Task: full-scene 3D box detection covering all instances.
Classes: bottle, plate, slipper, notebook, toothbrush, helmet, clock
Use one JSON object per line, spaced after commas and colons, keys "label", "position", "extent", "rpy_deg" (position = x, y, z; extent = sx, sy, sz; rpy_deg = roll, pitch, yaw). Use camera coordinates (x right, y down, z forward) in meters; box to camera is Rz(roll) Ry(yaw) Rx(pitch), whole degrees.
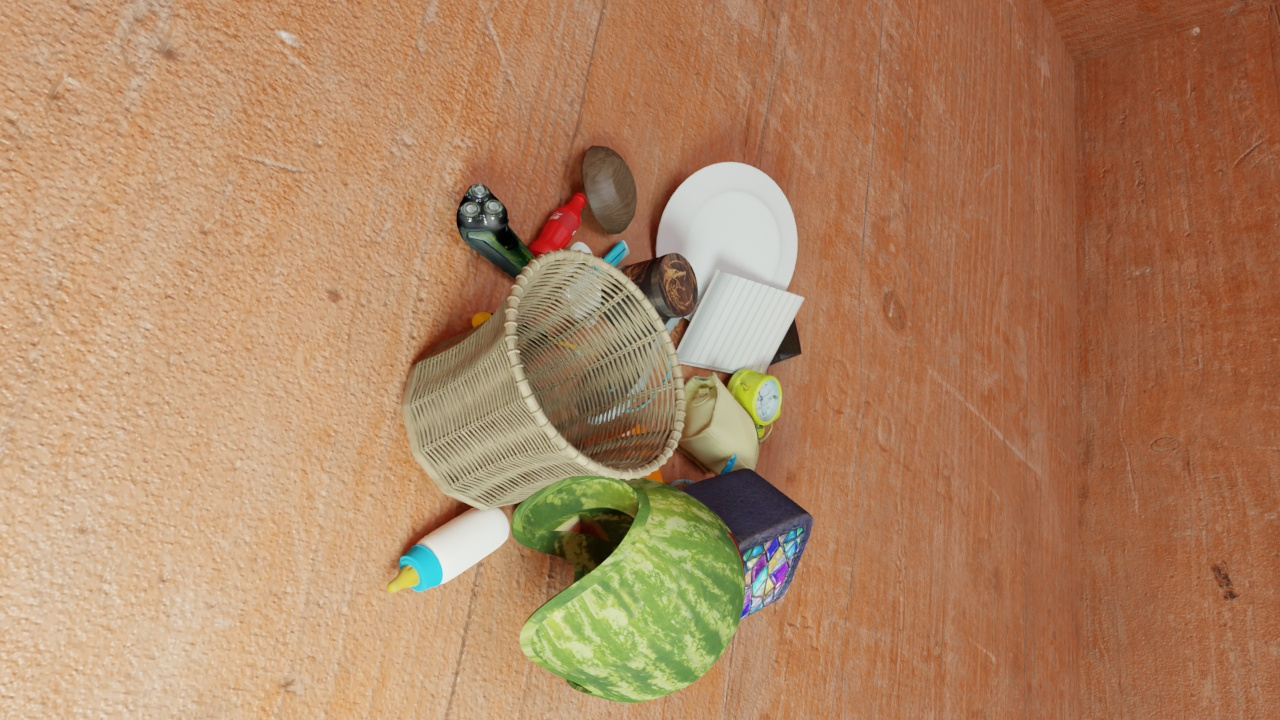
{"label": "bottle", "position": [-0.096, -0.160, 1.108], "extent": [0.036, 0.036, 0.118], "rpy_deg": [52, 47, -31]}
{"label": "bottle", "position": [-0.195, 0.193, 0.916], "extent": [0.145, 0.051, 0.051], "rpy_deg": [-29, 106, -49]}
{"label": "plate", "position": [-0.079, -0.090, 1.113], "extent": [0.104, 0.026, 0.104], "rpy_deg": [-5, 90, -70]}
{"label": "slipper", "position": [-0.007, 0.007, 1.150], "extent": [0.055, 0.098, 0.267], "rpy_deg": [63, 34, -26]}
{"label": "notebook", "position": [0.146, -0.047, 1.333], "extent": [0.209, 0.009, 0.143], "rpy_deg": [10, 111, -47]}
{"label": "toothbrush", "position": [-0.119, -0.027, 1.064], "extent": [0.196, 0.031, 0.031], "rpy_deg": [15, 55, -51]}
{"label": "plate", "position": [0.131, -0.160, 1.314], "extent": [0.242, 0.016, 0.242], "rpy_deg": [-5, 101, -28]}
{"label": "helmet", "position": [-0.007, 0.247, 0.985], "extent": [0.247, 0.243, 0.213], "rpy_deg": [59, 7, -35]}
{"label": "clock", "position": [0.172, 0.067, 1.371], "extent": [0.083, 0.057, 0.119], "rpy_deg": [-41, 126, -36]}

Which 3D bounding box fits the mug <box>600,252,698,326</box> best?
{"label": "mug", "position": [0.016, -0.095, 1.175], "extent": [0.115, 0.107, 0.080], "rpy_deg": [-41, 114, -46]}

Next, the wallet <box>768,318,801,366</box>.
{"label": "wallet", "position": [0.216, -0.047, 1.470], "extent": [0.119, 0.031, 0.099], "rpy_deg": [-15, 94, -48]}

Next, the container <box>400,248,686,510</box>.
{"label": "container", "position": [-0.101, 0.033, 0.912], "extent": [0.226, 0.197, 0.226], "rpy_deg": [27, 51, -39]}

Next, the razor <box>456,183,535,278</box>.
{"label": "razor", "position": [-0.150, -0.132, 1.019], "extent": [0.151, 0.067, 0.053], "rpy_deg": [48, 54, -45]}

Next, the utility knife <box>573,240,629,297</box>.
{"label": "utility knife", "position": [-0.049, -0.109, 1.140], "extent": [0.022, 0.015, 0.180], "rpy_deg": [70, 27, -22]}

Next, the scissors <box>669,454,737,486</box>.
{"label": "scissors", "position": [0.097, 0.189, 1.254], "extent": [0.134, 0.011, 0.138], "rpy_deg": [-13, 119, -15]}

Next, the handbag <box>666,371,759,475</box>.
{"label": "handbag", "position": [0.106, 0.093, 1.279], "extent": [0.119, 0.081, 0.111], "rpy_deg": [43, 46, -35]}

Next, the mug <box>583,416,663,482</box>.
{"label": "mug", "position": [-0.017, 0.122, 1.134], "extent": [0.112, 0.078, 0.096], "rpy_deg": [-61, 134, -73]}

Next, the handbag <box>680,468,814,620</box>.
{"label": "handbag", "position": [0.096, 0.265, 1.172], "extent": [0.204, 0.125, 0.222], "rpy_deg": [-8, 127, -48]}

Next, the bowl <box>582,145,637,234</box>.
{"label": "bowl", "position": [-0.032, -0.222, 1.179], "extent": [0.118, 0.030, 0.117], "rpy_deg": [35, 50, -56]}
